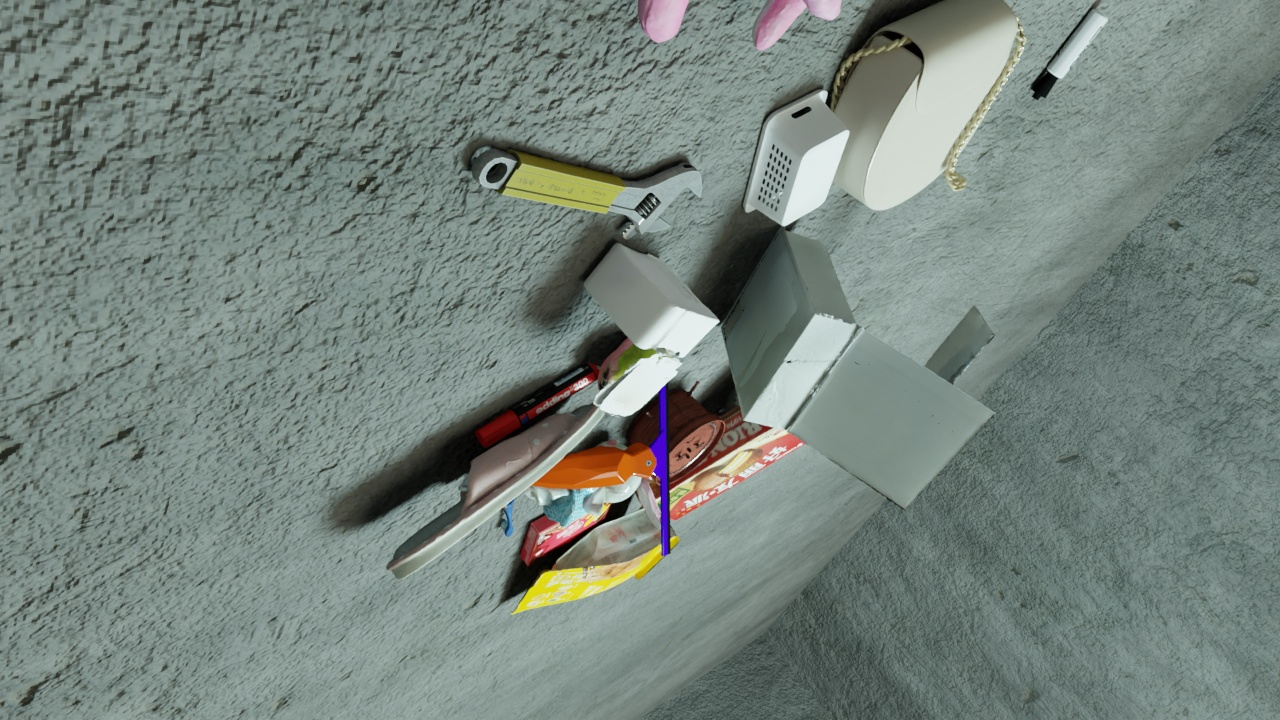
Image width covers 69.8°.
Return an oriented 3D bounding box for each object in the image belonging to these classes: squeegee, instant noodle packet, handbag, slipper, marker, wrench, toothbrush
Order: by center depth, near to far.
[{"bbox_3d":[-0.034,-0.140,0.742,0.084,0.018,0.272,-53,154,22],"label":"wrench"},{"bbox_3d":[-0.147,0.117,0.929,0.273,0.054,0.114,-39,-177,-26],"label":"slipper"},{"bbox_3d":[0.288,-0.256,0.940,0.210,0.103,0.209,-31,150,-28],"label":"handbag"},{"bbox_3d":[-0.103,0.043,0.943,0.144,0.021,0.024,-32,161,-23],"label":"marker"},{"bbox_3d":[-0.044,0.120,1.044,0.184,0.055,0.250,-5,100,-23],"label":"squeegee"},{"bbox_3d":[-0.156,0.170,1.088,0.021,0.017,0.135,-32,152,-32],"label":"toothbrush"},{"bbox_3d":[0.565,-0.402,1.214,0.025,0.025,0.126,-13,143,-49],"label":"marker"},{"bbox_3d":[-0.076,0.299,1.344,0.221,0.084,0.163,-17,157,-35],"label":"instant noodle packet"}]

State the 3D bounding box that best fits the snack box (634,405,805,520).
[{"bbox_3d":[0.111,0.139,1.308,0.237,0.060,0.113,-33,149,13],"label":"snack box"}]

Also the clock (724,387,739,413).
[{"bbox_3d":[0.167,0.070,1.362,0.103,0.056,0.148,1,130,-55],"label":"clock"}]

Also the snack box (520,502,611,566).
[{"bbox_3d":[-0.099,0.222,1.251,0.132,0.021,0.089,-25,152,-35],"label":"snack box"}]

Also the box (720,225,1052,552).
[{"bbox_3d":[0.230,0.030,1.000,0.149,0.369,0.167,-21,149,-45],"label":"box"}]

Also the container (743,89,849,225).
[{"bbox_3d":[0.156,-0.193,0.906,0.080,0.049,0.129,-31,154,-24],"label":"container"}]

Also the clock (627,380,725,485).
[{"bbox_3d":[0.040,0.105,1.206,0.120,0.072,0.158,-29,152,-28],"label":"clock"}]

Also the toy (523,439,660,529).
[{"bbox_3d":[-0.061,0.145,1.126,0.205,0.131,0.105,11,93,-50],"label":"toy"}]

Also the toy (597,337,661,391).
[{"bbox_3d":[-0.006,0.006,0.978,0.109,0.051,0.090,-34,153,-59],"label":"toy"}]

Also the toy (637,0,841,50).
[{"bbox_3d":[0.082,-0.268,0.575,0.264,0.128,0.187,-16,142,-55],"label":"toy"}]

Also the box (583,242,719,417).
[{"bbox_3d":[-0.007,-0.017,0.867,0.137,0.124,0.108,-48,157,18],"label":"box"}]
